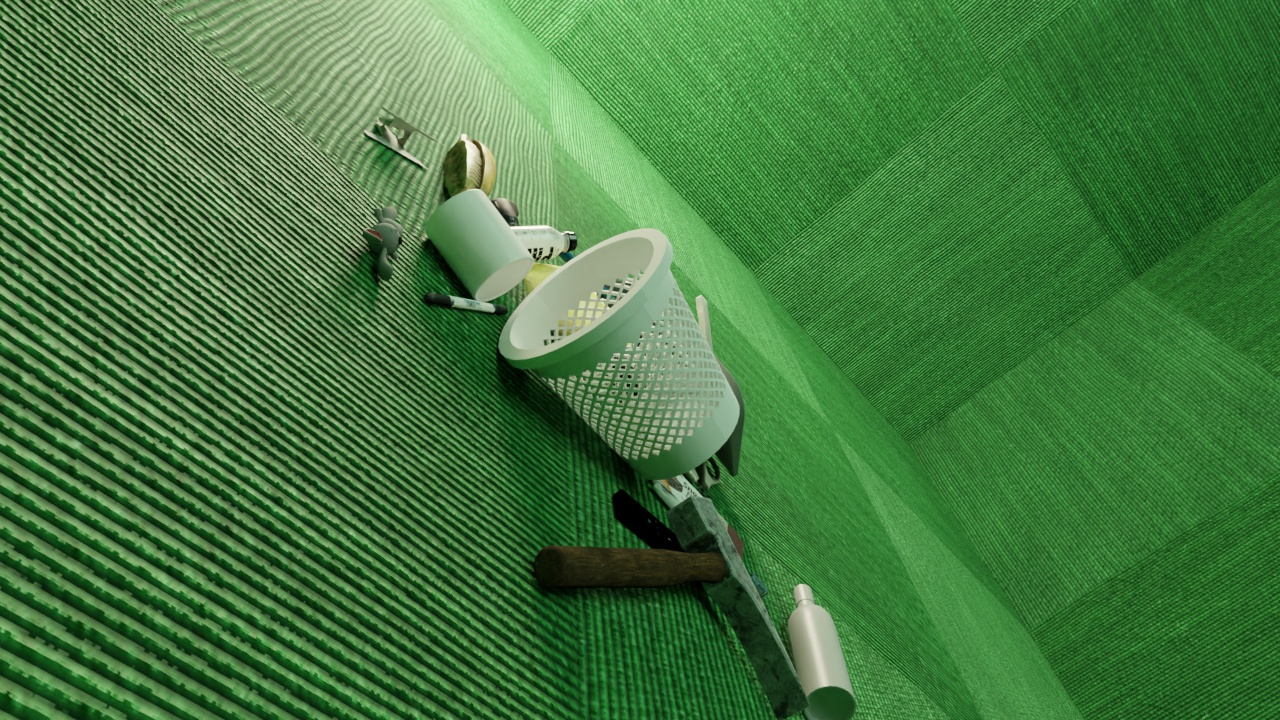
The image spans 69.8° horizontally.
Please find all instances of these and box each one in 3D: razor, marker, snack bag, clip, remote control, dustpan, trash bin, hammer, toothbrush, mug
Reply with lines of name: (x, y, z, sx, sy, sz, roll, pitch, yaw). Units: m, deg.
razor: (-0.054, -0.096, 1.131, 0.144, 0.042, 0.022, 41, 53, -5)
marker: (-0.169, -0.055, 0.904, 0.011, 0.011, 0.152, 54, 14, 13)
snack bag: (0.064, 0.167, 1.030, 0.158, 0.013, 0.056, 47, 23, -12)
clip: (-0.277, -0.261, 1.054, 0.102, 0.058, 0.052, 25, 53, -60)
remote control: (0.028, 0.181, 0.901, 0.150, 0.013, 0.034, 43, 16, -25)
dustpan: (0.075, 0.014, 1.139, 0.163, 0.033, 0.258, 52, -16, 35)
trash bin: (-0.006, 0.005, 0.934, 0.199, 0.196, 0.195, 54, 12, -26)
hammer: (0.026, 0.208, 0.770, 0.300, 0.037, 0.217, 20, 38, -56)
toothbrush: (0.076, 0.195, 1.000, 0.189, 0.017, 0.016, 47, 16, -13)
razor: (-0.167, -0.166, 1.122, 0.067, 0.054, 0.151, 55, 7, -12)
mug: (-0.166, -0.113, 0.959, 0.090, 0.073, 0.111, 53, -11, 9)

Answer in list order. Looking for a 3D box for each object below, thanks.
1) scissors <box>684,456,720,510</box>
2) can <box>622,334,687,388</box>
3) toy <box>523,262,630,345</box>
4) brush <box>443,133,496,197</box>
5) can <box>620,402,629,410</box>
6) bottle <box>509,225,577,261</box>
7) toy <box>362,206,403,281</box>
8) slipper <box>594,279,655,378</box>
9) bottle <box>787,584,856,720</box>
scissors: (0.069, 0.144, 1.114, 0.166, 0.013, 0.157, 50, 21, 5)
can: (0.034, 0.034, 1.103, 0.121, 0.067, 0.067, 59, 15, 1)
toy: (-0.079, -0.065, 1.082, 0.155, 0.065, 0.170, 32, 13, -24)
brush: (-0.211, -0.233, 1.125, 0.043, 0.059, 0.195, 32, 20, -28)
can: (0.014, 0.078, 1.063, 0.079, 0.038, 0.038, 51, 15, 2)
bottle: (-0.127, -0.134, 1.051, 0.115, 0.041, 0.041, -8, 52, -32)
toy: (-0.229, -0.109, 0.819, 0.111, 0.030, 0.049, -105, 180, -64)
slipper: (-0.012, -0.062, 1.244, 0.110, 0.083, 0.267, 43, 16, -32)
bottle: (0.188, 0.305, 0.988, 0.052, 0.052, 0.195, 47, 15, -14)
